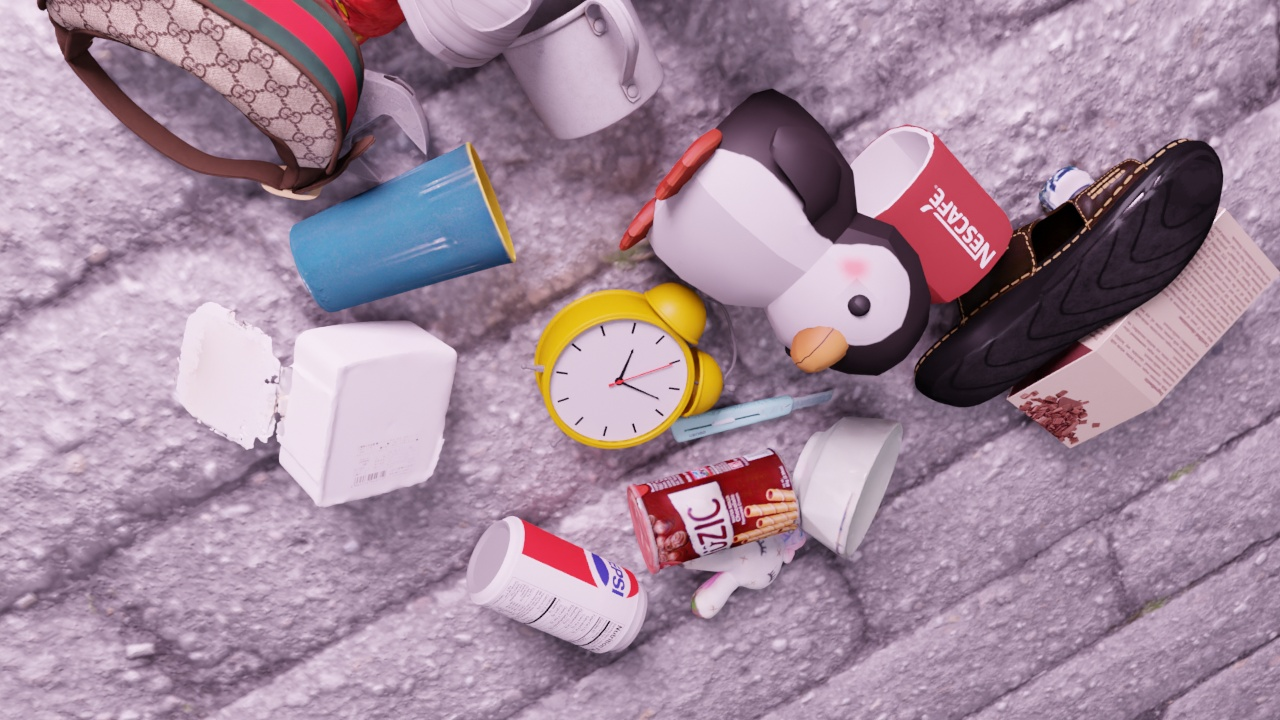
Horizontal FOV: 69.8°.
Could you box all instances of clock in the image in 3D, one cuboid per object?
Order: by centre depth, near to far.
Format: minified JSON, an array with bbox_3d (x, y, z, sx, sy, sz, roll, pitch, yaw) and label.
[{"bbox_3d":[-0.004,0.004,0.662,0.152,0.052,0.114,-19,119,-3],"label":"clock"}]

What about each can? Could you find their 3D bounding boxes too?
[{"bbox_3d":[-0.064,0.178,0.719,0.132,0.070,0.070,31,103,-27],"label":"can"}]

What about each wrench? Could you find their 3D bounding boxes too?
[{"bbox_3d":[-0.239,-0.192,0.505,0.273,0.018,0.084,37,122,-27],"label":"wrench"}]

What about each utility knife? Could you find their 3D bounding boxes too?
[{"bbox_3d":[0.089,0.041,0.730,0.141,0.015,0.022,-12,117,-14],"label":"utility knife"}]

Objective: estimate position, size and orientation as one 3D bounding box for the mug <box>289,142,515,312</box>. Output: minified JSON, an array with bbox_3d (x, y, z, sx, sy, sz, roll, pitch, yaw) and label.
[{"bbox_3d":[-0.148,-0.077,0.569,0.121,0.078,0.078,-20,119,0],"label":"mug"}]

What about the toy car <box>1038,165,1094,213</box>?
[{"bbox_3d":[0.349,-0.114,0.719,0.039,0.027,0.089,-45,119,10],"label":"toy car"}]

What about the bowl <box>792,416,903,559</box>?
[{"bbox_3d":[0.159,0.094,0.735,0.117,0.061,0.118,-45,147,-42],"label":"bowl"}]

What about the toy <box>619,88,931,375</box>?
[{"bbox_3d":[0.107,-0.074,0.584,0.184,0.159,0.139,43,62,-2],"label":"toy"}]

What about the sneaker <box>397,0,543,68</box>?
[{"bbox_3d":[-0.043,-0.258,0.449,0.099,0.090,0.236,26,81,-31],"label":"sneaker"}]

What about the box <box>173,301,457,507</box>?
[{"bbox_3d":[-0.223,0.020,0.602,0.151,0.132,0.107,-10,121,-48],"label":"box"}]

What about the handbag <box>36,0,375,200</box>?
[{"bbox_3d":[-0.229,-0.153,0.496,0.166,0.063,0.139,29,142,-27],"label":"handbag"}]

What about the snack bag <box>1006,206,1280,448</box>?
[{"bbox_3d":[0.399,-0.026,0.753,0.094,0.070,0.206,32,104,-27],"label":"snack bag"}]

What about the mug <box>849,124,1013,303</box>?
[{"bbox_3d":[0.187,-0.090,0.652,0.096,0.080,0.116,36,100,-28],"label":"mug"}]

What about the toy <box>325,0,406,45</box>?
[{"bbox_3d":[-0.125,-0.228,0.517,0.132,0.094,0.088,-19,89,-33],"label":"toy"}]

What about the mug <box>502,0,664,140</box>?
[{"bbox_3d":[-0.028,-0.177,0.530,0.084,0.113,0.070,-40,123,-13],"label":"mug"}]

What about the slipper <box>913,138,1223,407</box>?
[{"bbox_3d":[0.314,-0.065,0.704,0.113,0.075,0.269,23,126,-30],"label":"slipper"}]

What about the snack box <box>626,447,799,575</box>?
[{"bbox_3d":[0.056,0.117,0.724,0.121,0.072,0.072,-14,119,-10],"label":"snack box"}]

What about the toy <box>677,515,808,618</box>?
[{"bbox_3d":[0.089,0.166,0.777,0.122,0.038,0.079,-27,113,-5],"label":"toy"}]
